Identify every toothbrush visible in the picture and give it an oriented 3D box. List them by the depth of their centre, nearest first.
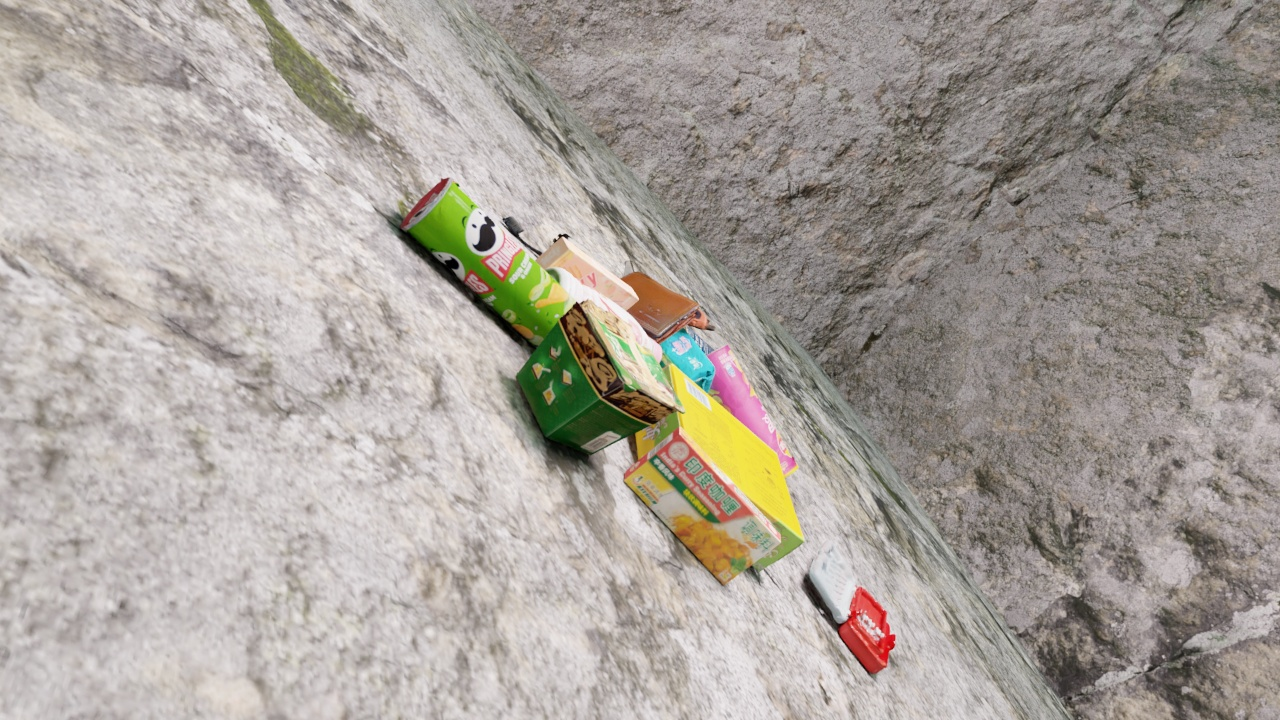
[{"bbox_3d":[-0.122,-0.133,1.275,0.189,0.017,0.014,45,13,-24],"label":"toothbrush"}]

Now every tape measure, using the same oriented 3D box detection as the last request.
[{"bbox_3d":[-0.098,-0.151,1.371,0.066,0.034,0.065,38,19,-40],"label":"tape measure"}]

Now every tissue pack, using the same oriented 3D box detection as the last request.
[{"bbox_3d":[0.052,0.004,1.305,0.133,0.050,0.093,52,-22,22],"label":"tissue pack"}]

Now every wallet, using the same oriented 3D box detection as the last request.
[{"bbox_3d":[0.003,-0.073,1.230,0.124,0.032,0.101,31,41,23],"label":"wallet"}]

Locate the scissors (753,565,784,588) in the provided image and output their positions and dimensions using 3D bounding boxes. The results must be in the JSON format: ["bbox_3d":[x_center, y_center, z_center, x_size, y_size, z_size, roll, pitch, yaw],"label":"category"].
[{"bbox_3d":[0.119,0.202,1.117,0.162,0.012,0.174,48,14,-12],"label":"scissors"}]

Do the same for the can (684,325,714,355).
[{"bbox_3d":[0.073,-0.004,1.421,0.111,0.075,0.075,38,17,-38],"label":"can"}]

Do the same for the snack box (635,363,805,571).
[{"bbox_3d":[0.086,0.123,1.052,0.210,0.070,0.157,40,23,-28],"label":"snack box"}]

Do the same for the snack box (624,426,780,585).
[{"bbox_3d":[0.063,0.149,0.933,0.156,0.077,0.027,47,13,-8],"label":"snack box"}]

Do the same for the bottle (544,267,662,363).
[{"bbox_3d":[-0.049,-0.040,1.101,0.197,0.068,0.068,32,21,-42],"label":"bottle"}]

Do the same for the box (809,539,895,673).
[{"bbox_3d":[0.284,0.329,1.248,0.158,0.039,0.200,51,13,11],"label":"box"}]

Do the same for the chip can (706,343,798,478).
[{"bbox_3d":[0.149,0.082,1.348,0.210,0.071,0.071,60,13,1],"label":"chip can"}]

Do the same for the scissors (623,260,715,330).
[{"bbox_3d":[-0.002,-0.080,1.279,0.225,0.015,0.188,26,37,15],"label":"scissors"}]

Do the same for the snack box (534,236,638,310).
[{"bbox_3d":[-0.077,-0.086,1.131,0.157,0.084,0.026,31,25,-53],"label":"snack box"}]

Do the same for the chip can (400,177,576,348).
[{"bbox_3d":[-0.136,-0.083,0.953,0.236,0.072,0.072,44,14,-24],"label":"chip can"}]

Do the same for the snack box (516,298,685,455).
[{"bbox_3d":[-0.044,0.026,0.868,0.118,0.106,0.117,30,25,-53],"label":"snack box"}]
